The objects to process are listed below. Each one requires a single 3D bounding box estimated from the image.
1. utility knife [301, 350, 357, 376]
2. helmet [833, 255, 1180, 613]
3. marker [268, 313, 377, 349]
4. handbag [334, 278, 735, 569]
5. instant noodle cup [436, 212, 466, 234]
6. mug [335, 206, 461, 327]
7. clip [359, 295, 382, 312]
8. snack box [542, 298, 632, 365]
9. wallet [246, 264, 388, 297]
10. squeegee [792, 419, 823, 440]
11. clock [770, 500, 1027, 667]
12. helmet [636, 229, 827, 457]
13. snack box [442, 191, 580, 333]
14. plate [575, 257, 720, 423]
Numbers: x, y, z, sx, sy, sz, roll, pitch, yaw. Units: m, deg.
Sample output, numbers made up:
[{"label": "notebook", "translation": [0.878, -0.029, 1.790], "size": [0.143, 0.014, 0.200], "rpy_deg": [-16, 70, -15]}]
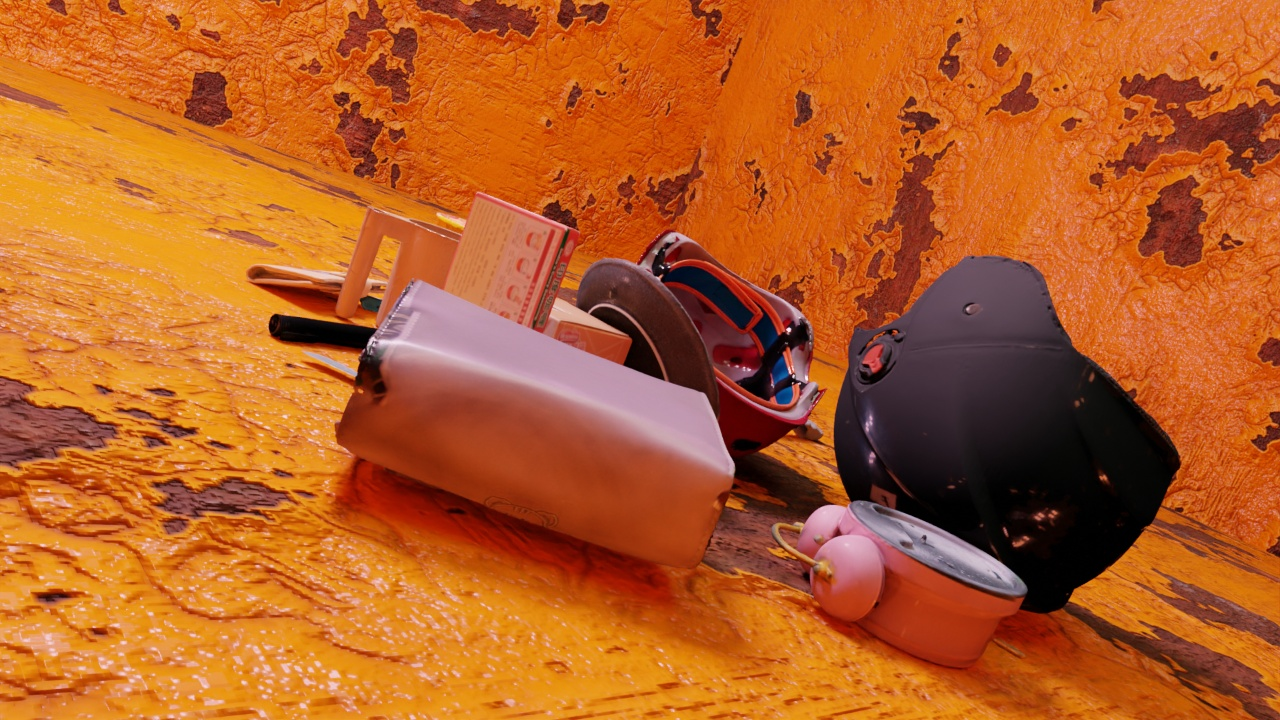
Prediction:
[{"label": "utility knife", "translation": [-0.142, 0.034, 0.632], "size": [0.216, 0.013, 0.029], "rpy_deg": [22, 4, 11]}, {"label": "helmet", "translation": [0.268, 0.066, 0.729], "size": [0.233, 0.230, 0.275], "rpy_deg": [39, -15, -32]}, {"label": "marker", "translation": [-0.231, -0.019, 0.730], "size": [0.022, 0.020, 0.131], "rpy_deg": [46, 21, 31]}, {"label": "handbag", "translation": [-0.058, 0.039, 0.512], "size": [0.197, 0.098, 0.145], "rpy_deg": [21, 6, -10]}, {"label": "instant noodle cup", "translation": [-0.174, -0.086, 1.004], "size": [0.138, 0.110, 0.138], "rpy_deg": [21, 9, -4]}, {"label": "mug", "translation": [-0.210, -0.075, 0.852], "size": [0.124, 0.103, 0.084], "rpy_deg": [15, 10, -39]}, {"label": "clip", "translation": [-0.253, -0.052, 0.918], "size": [0.056, 0.014, 0.043], "rpy_deg": [15, 9, -23]}, {"label": "snack box", "translation": [-0.076, 0.004, 0.710], "size": [0.077, 0.094, 0.093], "rpy_deg": [13, 12, -45]}, {"label": "wallet", "translation": [-0.297, -0.074, 0.867], "size": [0.087, 0.024, 0.115], "rpy_deg": [6, 2, 20]}, {"label": "squeegee", "translation": [0.165, 0.050, 1.097], "size": [0.249, 0.040, 0.247], "rpy_deg": [42, 13, -50]}, {"label": "clock", "translation": [0.158, 0.135, 0.581], "size": [0.158, 0.060, 0.117], "rpy_deg": [23, 9, -3]}, {"label": "helmet", "translation": [0.055, 0.009, 0.861], "size": [0.207, 0.144, 0.239], "rpy_deg": [31, 31, -15]}, {"label": "snack box", "translation": [-0.106, -0.033, 0.653], "size": [0.077, 0.156, 0.027], "rpy_deg": [24, 8, 18]}, {"label": "plate", "translation": [-0.004, 0.004, 0.738], "size": [0.024, 0.180, 0.179], "rpy_deg": [-26, 35, -29]}]
